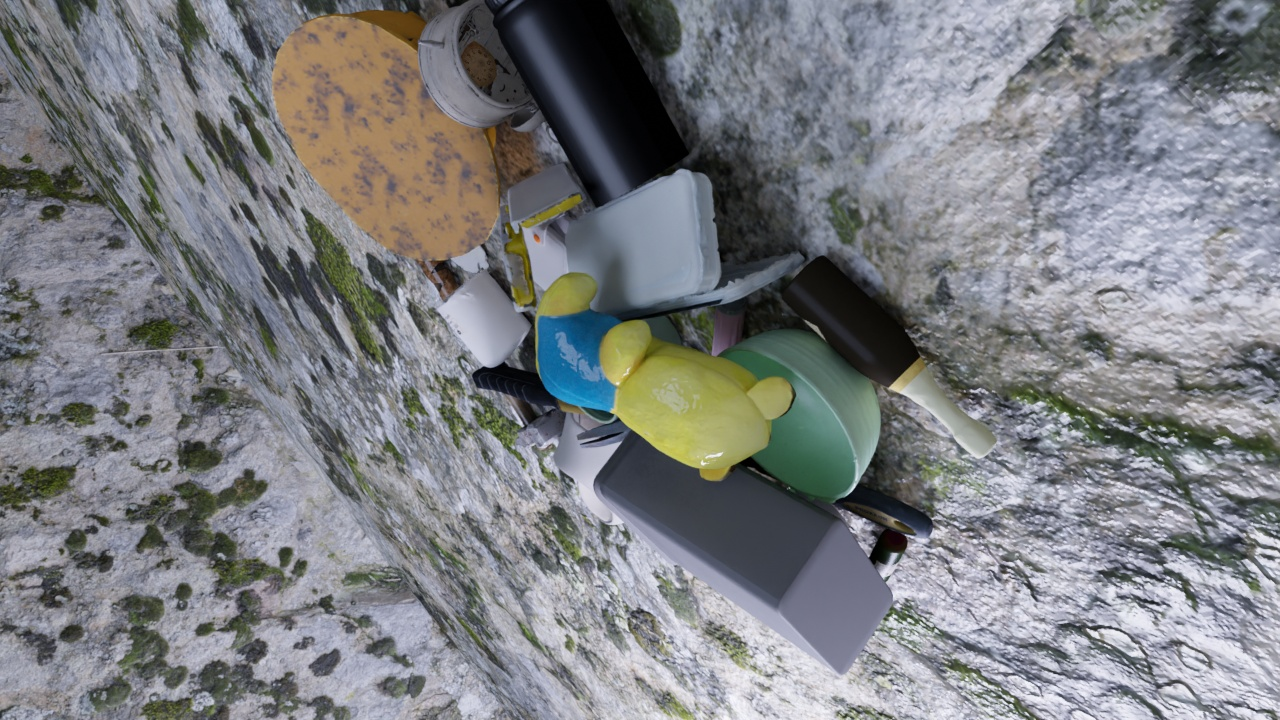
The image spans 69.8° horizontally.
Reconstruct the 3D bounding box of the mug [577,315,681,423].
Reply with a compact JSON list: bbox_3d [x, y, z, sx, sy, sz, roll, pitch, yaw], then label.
[{"bbox_3d":[-0.005,0.005,0.886,0.111,0.103,0.084,30,143,36],"label":"mug"}]

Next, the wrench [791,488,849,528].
[{"bbox_3d":[0.113,0.158,0.975,0.274,0.018,0.087,6,127,54],"label":"wrench"}]

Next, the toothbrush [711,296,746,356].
[{"bbox_3d":[0.077,0.021,0.865,0.026,0.027,0.223,20,141,17],"label":"toothbrush"}]

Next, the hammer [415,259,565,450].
[{"bbox_3d":[-0.207,-0.016,1.216,0.319,0.048,0.122,59,153,-8],"label":"hammer"}]

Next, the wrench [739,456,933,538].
[{"bbox_3d":[0.141,0.104,0.851,0.274,0.022,0.073,20,146,38],"label":"wrench"}]

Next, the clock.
[{"bbox_3d":[-0.116,-0.246,0.796,0.061,0.103,0.157,-3,145,49],"label":"clock"}]

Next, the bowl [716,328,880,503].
[{"bbox_3d":[0.135,0.032,0.740,0.151,0.076,0.151,39,153,25],"label":"bowl"}]

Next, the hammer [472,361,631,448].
[{"bbox_3d":[-0.094,0.037,1.022,0.334,0.117,0.025,11,128,51],"label":"hammer"}]

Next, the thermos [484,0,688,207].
[{"bbox_3d":[-0.047,-0.227,0.712,0.086,0.086,0.198,-10,114,58],"label":"thermos"}]

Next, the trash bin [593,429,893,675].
[{"bbox_3d":[0.093,0.164,0.833,0.220,0.097,0.192,26,163,42],"label":"trash bin"}]

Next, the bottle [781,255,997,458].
[{"bbox_3d":[0.184,0.000,0.671,0.184,0.045,0.045,45,150,13],"label":"bottle"}]

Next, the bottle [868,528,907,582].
[{"bbox_3d":[0.221,0.189,0.845,0.025,0.025,0.106,38,147,25],"label":"bottle"}]

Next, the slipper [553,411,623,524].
[{"bbox_3d":[-0.060,0.133,1.128,0.113,0.080,0.266,41,149,26],"label":"slipper"}]

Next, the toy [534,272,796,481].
[{"bbox_3d":[0.007,0.021,0.728,0.214,0.083,0.149,30,160,13],"label":"toy"}]

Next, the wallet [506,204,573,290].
[{"bbox_3d":[-0.105,-0.124,0.959,0.115,0.037,0.119,42,152,19],"label":"wallet"}]

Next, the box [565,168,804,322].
[{"bbox_3d":[0.036,-0.081,0.762,0.216,0.127,0.106,-6,85,59],"label":"box"}]

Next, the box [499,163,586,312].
[{"bbox_3d":[-0.095,-0.118,0.797,0.057,0.117,0.209,24,-167,-15],"label":"box"}]

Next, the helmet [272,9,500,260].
[{"bbox_3d":[-0.224,-0.240,0.902,0.206,0.131,0.256,-3,132,22],"label":"helmet"}]

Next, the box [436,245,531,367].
[{"bbox_3d":[-0.204,-0.077,1.110,0.166,0.092,0.084,50,155,-13],"label":"box"}]
